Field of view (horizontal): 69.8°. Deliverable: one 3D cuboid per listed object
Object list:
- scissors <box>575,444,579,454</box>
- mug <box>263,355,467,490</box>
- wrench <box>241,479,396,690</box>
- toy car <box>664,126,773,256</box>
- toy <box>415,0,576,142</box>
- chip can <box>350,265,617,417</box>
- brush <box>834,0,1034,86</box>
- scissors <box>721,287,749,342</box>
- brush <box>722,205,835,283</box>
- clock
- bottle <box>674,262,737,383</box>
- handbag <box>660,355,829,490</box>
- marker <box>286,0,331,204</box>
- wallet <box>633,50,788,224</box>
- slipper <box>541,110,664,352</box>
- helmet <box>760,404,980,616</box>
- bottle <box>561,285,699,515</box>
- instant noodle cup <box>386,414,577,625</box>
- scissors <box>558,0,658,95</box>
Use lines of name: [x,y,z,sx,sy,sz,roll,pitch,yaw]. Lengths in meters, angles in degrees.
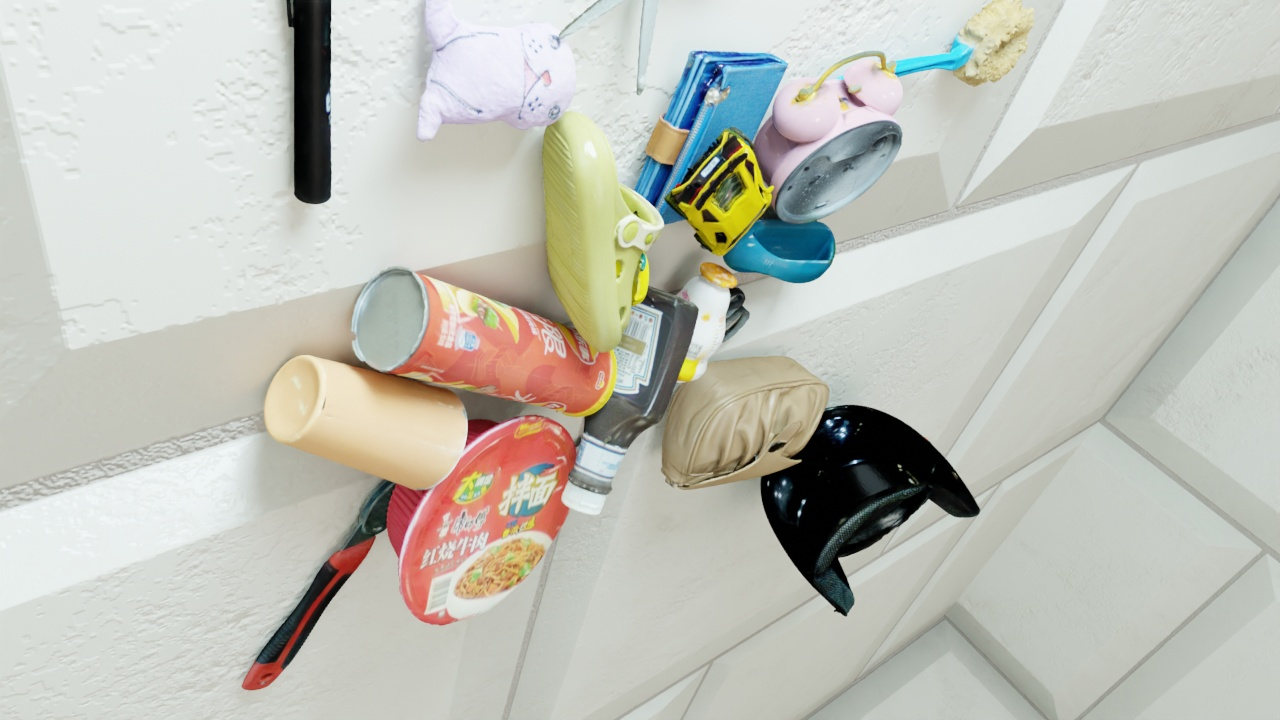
scissors: [-0.114,0.130,0.883,0.195,0.015,0.216,12,119,-54]
mug: [-0.190,0.041,0.631,0.078,0.078,0.122,-50,144,10]
wrench: [-0.260,0.186,0.781,0.274,0.016,0.056,-50,148,11]
toy car: [0.066,-0.120,0.690,0.071,0.041,0.156,-48,162,3]
toy: [-0.081,-0.168,0.529,0.107,0.039,0.084,-10,115,-41]
chip can: [-0.104,-0.009,0.668,0.073,0.073,0.216,-51,147,13]
brush: [0.254,-0.263,0.808,0.254,0.046,0.083,-23,148,-24]
scissors: [0.033,-0.013,0.883,0.174,0.014,0.137,-15,141,-34]
brush: [0.128,-0.100,0.821,0.143,0.073,0.055,-7,139,-46]
clock: [0.150,-0.181,0.733,0.117,0.059,0.159,-21,157,-18]
bottle: [0.046,-0.034,0.817,0.063,0.063,0.109,-7,134,-45]
handbag: [0.117,0.071,0.993,0.204,0.100,0.148,-5,128,-43]
marker: [-0.171,-0.141,0.475,0.022,0.020,0.132,-5,134,-24]
wallet: [0.049,-0.165,0.684,0.106,0.040,0.133,-21,144,-47]
slipper: [-0.020,-0.088,0.640,0.081,0.091,0.191,-18,139,-14]
helmet: [0.278,0.173,1.186,0.234,0.230,0.274,-40,160,12]
bottle: [-0.017,0.033,0.765,0.044,0.080,0.195,15,97,-55]
instant noodle cup: [-0.140,0.121,0.762,0.193,0.066,0.194,-36,141,-37]
scissors: [0.015,-0.245,0.556,0.162,0.012,0.173,-27,139,-35]
